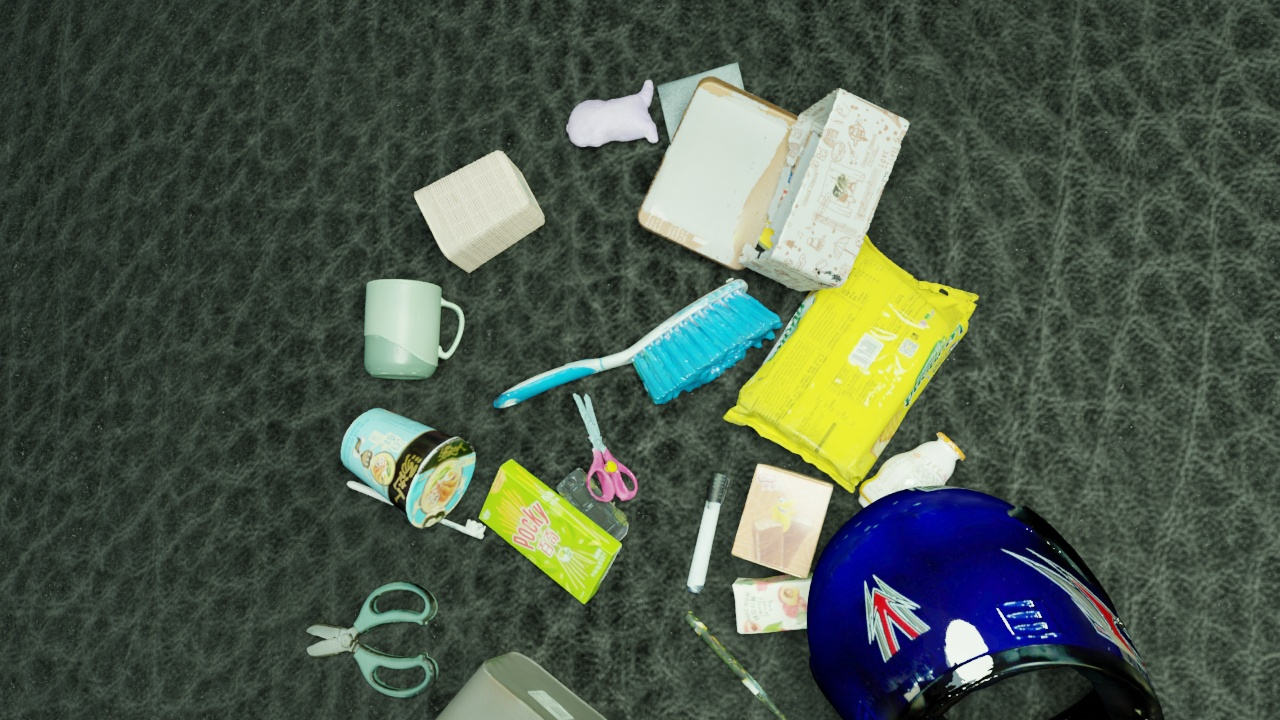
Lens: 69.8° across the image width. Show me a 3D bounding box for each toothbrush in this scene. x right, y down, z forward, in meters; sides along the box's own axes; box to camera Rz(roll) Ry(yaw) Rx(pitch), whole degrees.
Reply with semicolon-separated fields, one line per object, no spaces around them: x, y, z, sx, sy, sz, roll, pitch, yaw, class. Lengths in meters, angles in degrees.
0.112;0.335;0.958;0.012;0.017;0.186;-45;76;0;toothbrush
-0.261;0.169;1.061;0.180;0.016;0.016;17;80;13;toothbrush

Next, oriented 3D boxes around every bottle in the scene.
0.274;0.121;0.923;0.108;0.063;0.063;-44;77;5;bottle

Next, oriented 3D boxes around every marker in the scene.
0.073;0.185;0.984;0.022;0.018;0.130;12;86;4;marker

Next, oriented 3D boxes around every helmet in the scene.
0.291;0.245;0.815;0.315;0.240;0.248;36;111;-29;helmet

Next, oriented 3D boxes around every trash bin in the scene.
-0.148;0.434;0.922;0.199;0.198;0.219;34;86;14;trash bin

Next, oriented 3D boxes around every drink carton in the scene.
0.160;0.247;0.943;0.123;0.045;0.053;-8;87;12;drink carton

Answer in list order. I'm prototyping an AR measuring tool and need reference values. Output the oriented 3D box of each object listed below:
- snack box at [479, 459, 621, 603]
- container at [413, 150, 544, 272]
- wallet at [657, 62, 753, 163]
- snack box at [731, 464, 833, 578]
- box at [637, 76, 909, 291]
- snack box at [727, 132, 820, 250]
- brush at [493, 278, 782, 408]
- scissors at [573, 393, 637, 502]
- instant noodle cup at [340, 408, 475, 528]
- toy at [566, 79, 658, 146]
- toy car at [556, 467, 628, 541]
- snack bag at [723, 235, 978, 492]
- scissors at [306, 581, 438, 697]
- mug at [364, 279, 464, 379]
-0.101;0.185;0.998;0.156;0.026;0.086;36;123;14;snack box
-0.179;-0.172;1.045;0.111;0.090;0.090;-29;78;5;container
0.077;-0.267;1.035;0.097;0.019;0.120;-14;82;13;wallet
0.146;0.160;0.932;0.077;0.092;0.094;16;88;14;snack box
0.127;-0.184;0.906;0.217;0.158;0.180;25;89;1;box
0.165;-0.189;0.999;0.087;0.033;0.140;45;96;14;snack box
-0.006;0.006;0.998;0.314;0.060;0.109;-33;72;3;brush
-0.052;0.094;1.005;0.017;0.072;0.137;-41;69;44;scissors
-0.267;0.113;1.028;0.120;0.111;0.111;24;89;21;instant noodle cup
-0.034;-0.278;1.050;0.108;0.039;0.083;-7;68;16;toy
-0.050;0.161;1.005;0.042;0.035;0.090;-43;83;6;toy car
0.218;0.001;0.948;0.158;0.068;0.246;34;91;14;snack bag
-0.305;0.335;1.051;0.179;0.019;0.161;-20;80;8;scissors
-0.260;-0.033;1.057;0.111;0.082;0.106;3;83;-19;mug
